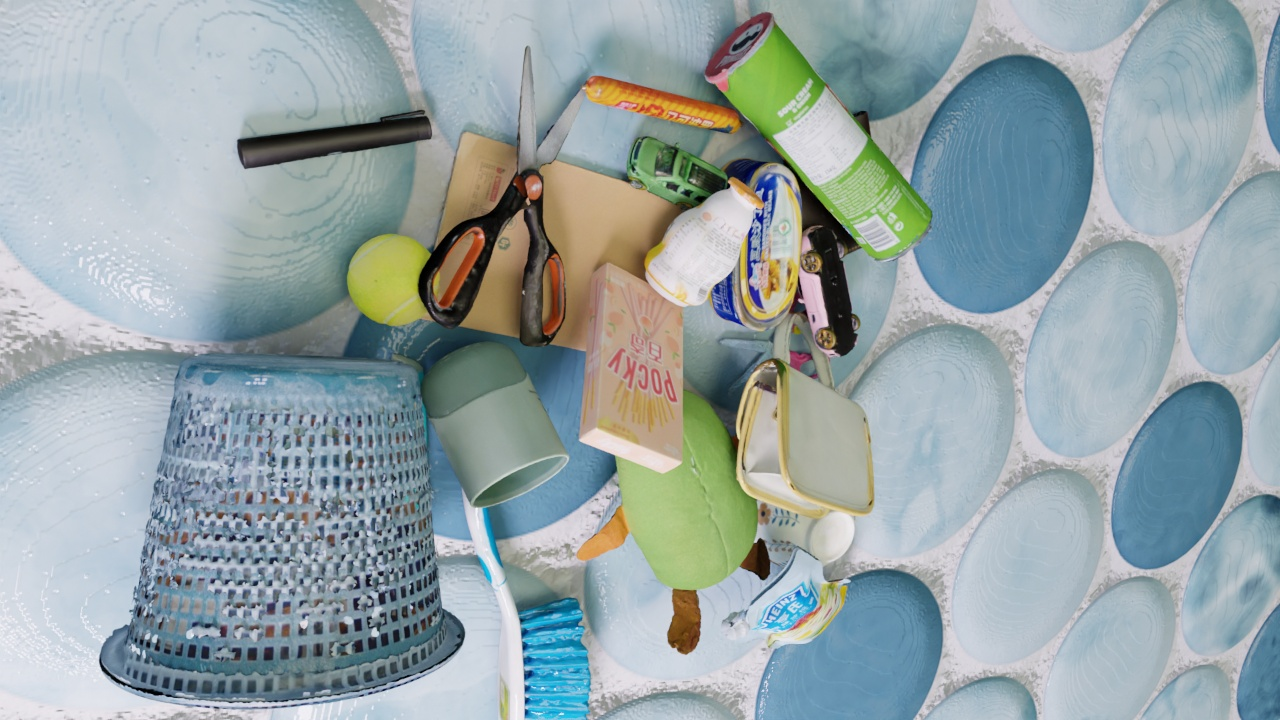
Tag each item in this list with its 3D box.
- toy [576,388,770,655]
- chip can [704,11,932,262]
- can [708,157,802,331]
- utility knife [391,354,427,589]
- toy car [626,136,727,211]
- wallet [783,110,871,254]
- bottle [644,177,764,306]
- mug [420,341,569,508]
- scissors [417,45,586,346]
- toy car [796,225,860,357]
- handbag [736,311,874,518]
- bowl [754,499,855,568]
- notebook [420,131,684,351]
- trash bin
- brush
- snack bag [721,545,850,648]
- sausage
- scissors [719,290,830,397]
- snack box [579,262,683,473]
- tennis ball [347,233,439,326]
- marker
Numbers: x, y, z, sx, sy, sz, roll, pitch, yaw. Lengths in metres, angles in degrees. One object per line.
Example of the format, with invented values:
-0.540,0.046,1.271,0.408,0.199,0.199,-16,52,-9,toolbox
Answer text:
0.043,0.127,0.824,0.226,0.090,0.247,-29,113,-28,toy
0.157,-0.184,0.786,0.236,0.072,0.072,41,84,-25,chip can
0.100,-0.101,0.808,0.074,0.049,0.148,-7,108,-26,can
-0.185,0.096,0.735,0.029,0.013,0.209,-6,105,-29,utility knife
0.031,-0.154,0.759,0.091,0.036,0.043,17,81,-28,toy car
0.181,-0.158,0.854,0.096,0.020,0.122,-25,113,-19,wallet
0.054,-0.097,0.751,0.063,0.063,0.109,28,113,-32,bottle
-0.115,0.051,0.710,0.082,0.112,0.106,-26,74,-14,mug
-0.091,-0.108,0.684,0.221,0.022,0.221,-39,130,-39,scissors
0.168,-0.062,0.838,0.056,0.037,0.122,-27,108,-43,toy car
0.150,0.049,0.843,0.163,0.063,0.178,24,63,-46,handbag
0.174,0.165,0.922,0.113,0.062,0.113,-9,110,-25,bowl
-0.065,-0.085,0.748,0.207,0.008,0.148,11,99,-31,notebook
-0.227,0.095,0.613,0.226,0.227,0.195,3,91,-29,trash bin
-0.101,0.219,0.798,0.109,0.060,0.315,-4,104,-24,brush
0.146,0.239,0.896,0.110,0.039,0.191,-40,148,8,snack bag
0.022,-0.206,0.743,0.165,0.021,0.021,2,104,-35,sausage
0.134,-0.008,0.876,0.133,0.017,0.128,-45,123,-4,scissors
-0.004,0.004,0.732,0.084,0.026,0.157,25,51,-31,snack box
-0.178,-0.058,0.662,0.065,0.065,0.065,-8,109,-26,tennis ball
-0.212,-0.155,0.641,0.131,0.020,0.022,-16,123,-24,marker
